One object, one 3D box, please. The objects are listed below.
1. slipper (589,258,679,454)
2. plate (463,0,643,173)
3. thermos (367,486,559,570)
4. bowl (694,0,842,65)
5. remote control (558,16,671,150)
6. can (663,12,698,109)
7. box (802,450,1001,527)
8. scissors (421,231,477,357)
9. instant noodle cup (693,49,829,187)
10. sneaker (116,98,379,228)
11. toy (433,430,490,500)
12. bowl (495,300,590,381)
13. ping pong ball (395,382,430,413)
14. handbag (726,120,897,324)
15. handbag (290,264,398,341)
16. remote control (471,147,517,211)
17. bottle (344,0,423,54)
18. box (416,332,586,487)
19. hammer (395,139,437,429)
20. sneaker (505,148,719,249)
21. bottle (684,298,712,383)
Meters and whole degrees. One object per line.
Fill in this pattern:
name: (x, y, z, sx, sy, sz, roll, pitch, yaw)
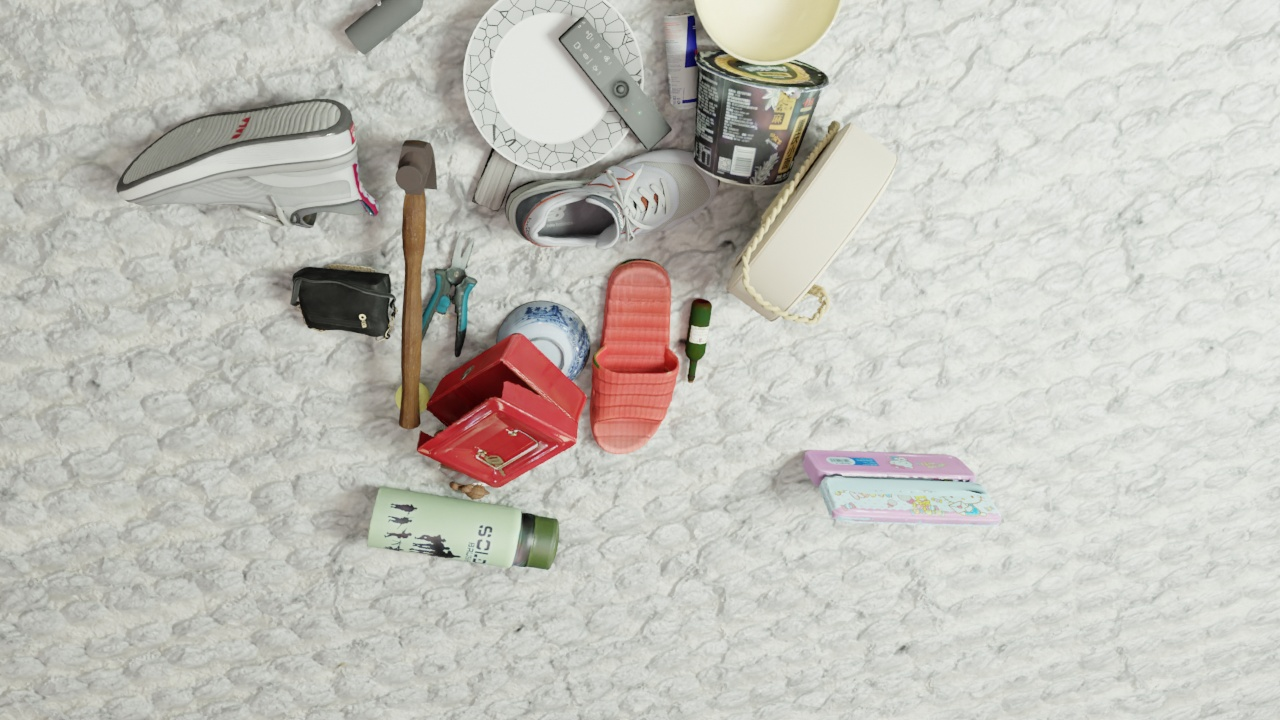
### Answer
slipper: (-0.006, 0.006, 1.088, 0.103, 0.059, 0.249, 5, 112, -7)
plate: (-0.089, -0.292, 0.956, 0.188, 0.016, 0.189, -6, 113, -15)
thermos: (-0.218, 0.214, 1.151, 0.231, 0.082, 0.082, 11, 112, -11)
bowl: (0.121, -0.374, 0.918, 0.150, 0.075, 0.151, -1, 107, -5)
remote control: (-0.024, -0.288, 0.959, 0.034, 0.013, 0.150, -42, 117, 2)
can: (0.044, -0.315, 0.964, 0.032, 0.032, 0.095, -7, 114, -3)
box: (0.320, 0.156, 1.137, 0.214, 0.150, 0.035, 3, 115, -7)
scissors: (-0.221, -0.068, 1.054, 0.148, 0.019, 0.123, -33, 112, 7)
instant noodle cup: (0.114, -0.250, 0.953, 0.137, 0.137, 0.112, 6, 122, -8)
sneaker: (-0.403, -0.184, 0.953, 0.263, 0.096, 0.129, -8, 136, 7)
toy: (-0.219, 0.134, 1.132, 0.102, 0.042, 0.054, 37, 83, -28)
bowl: (-0.114, -0.009, 1.076, 0.114, 0.045, 0.114, -2, 114, -5)
ping pong ball: (-0.270, 0.044, 1.087, 0.040, 0.040, 0.040, -2, 114, -5)
handbag: (0.181, -0.139, 0.959, 0.103, 0.208, 0.211, 36, 106, -1)
handbag: (-0.329, -0.062, 1.017, 0.128, 0.054, 0.079, 7, 119, 13)
remote control: (-0.144, -0.228, 0.994, 0.033, 0.013, 0.137, 20, 111, -16)
bottle: (-0.243, -0.353, 0.919, 0.113, 0.030, 0.030, -34, 113, 9)
box: (-0.157, 0.059, 1.054, 0.158, 0.110, 0.134, -30, 127, 34)
hammer: (-0.247, -0.075, 0.995, 0.033, 0.115, 0.323, 4, 113, -8)
sneaker: (-0.026, -0.160, 0.975, 0.240, 0.124, 0.089, -12, 114, -1)
bottle: (0.067, -0.022, 1.100, 0.025, 0.025, 0.106, 4, 113, -8)
